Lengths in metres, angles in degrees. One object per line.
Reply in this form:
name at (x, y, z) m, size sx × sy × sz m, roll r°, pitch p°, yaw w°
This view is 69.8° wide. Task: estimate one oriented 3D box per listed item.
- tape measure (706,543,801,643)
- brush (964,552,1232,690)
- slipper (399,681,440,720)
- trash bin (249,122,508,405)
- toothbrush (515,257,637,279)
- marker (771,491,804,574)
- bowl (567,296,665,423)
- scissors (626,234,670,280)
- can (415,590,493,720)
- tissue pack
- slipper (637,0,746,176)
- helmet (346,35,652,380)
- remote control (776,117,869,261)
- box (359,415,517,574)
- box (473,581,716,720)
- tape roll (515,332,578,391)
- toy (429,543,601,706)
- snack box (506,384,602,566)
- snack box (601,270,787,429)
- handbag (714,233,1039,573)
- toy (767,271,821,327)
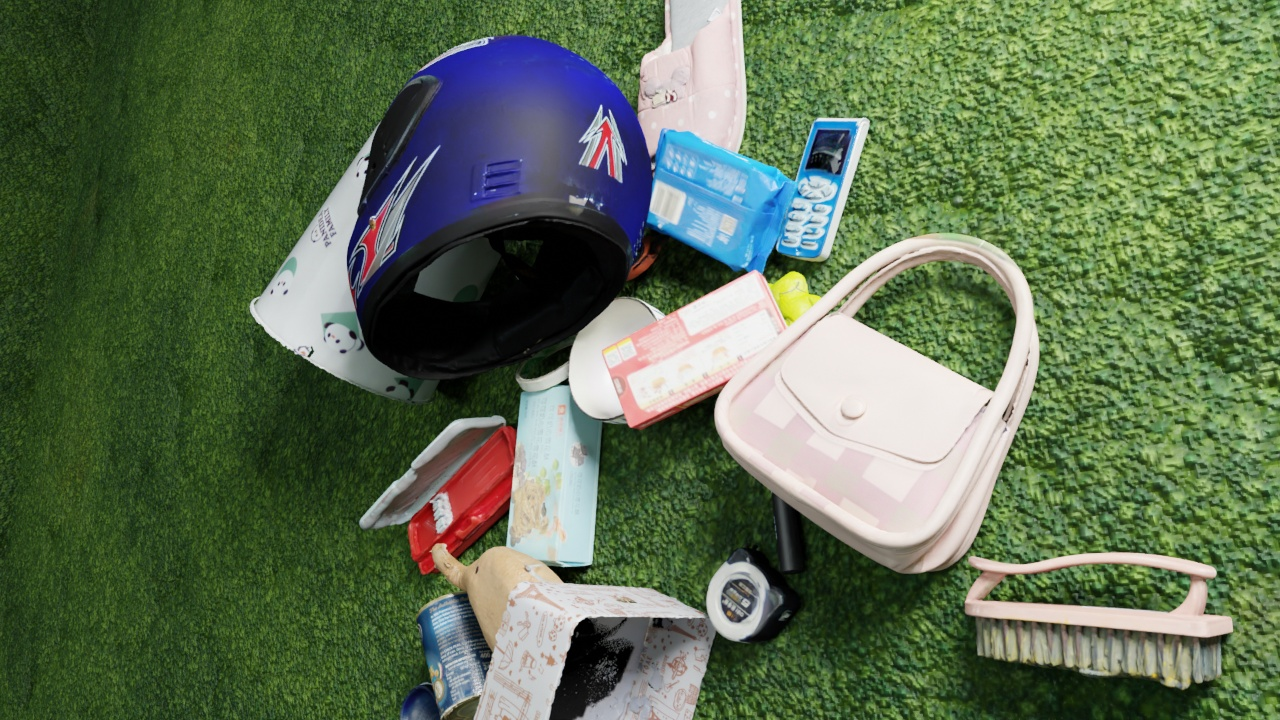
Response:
tape measure at (0.087, 0.192, 0.736) m, size 0.066 × 0.033 × 0.065 m, roll -52°, pitch 47°, yaw 16°
brush at (0.269, 0.153, 0.557) m, size 0.146 × 0.063 × 0.073 m, roll -7°, pitch 77°, yaw 44°
slipper at (-0.191, 0.427, 0.888) m, size 0.105 × 0.095 × 0.252 m, roll -50°, pitch 46°, yaw 24°
trash bin at (-0.274, -0.115, 1.041) m, size 0.229 × 0.229 × 0.252 m, roll 38°, pitch 99°, yaw 43°
toothbrush at (-0.072, -0.098, 0.979) m, size 0.192 × 0.018 × 0.016 m, roll 0°, pitch 66°, yaw 42°
marker at (0.116, 0.106, 0.743) m, size 0.022 × 0.020 × 0.132 m, roll -18°, pitch 65°, yaw 35°
bowl at (-0.005, 0.005, 0.853) m, size 0.117 × 0.066 × 0.116 m, roll -15°, pitch 67°, yaw 39°
scissors at (-0.053, -0.099, 0.938) m, size 0.226 × 0.015 × 0.188 m, roll -8°, pitch 61°, yaw 41°
can at (-0.176, 0.299, 0.921) m, size 0.075 × 0.075 × 0.111 m, roll -44°, pitch 53°, yaw 25°
tissue pack at (0.067, -0.143, 0.820) m, size 0.157 × 0.052 × 0.095 m, roll 32°, pitch 118°, yaw 35°
slipper at (0.047, -0.285, 0.894) m, size 0.114 × 0.054 × 0.274 m, roll -3°, pitch 79°, yaw 42°
helmet at (-0.137, -0.149, 0.841) m, size 0.316 × 0.247 × 0.240 m, roll -33°, pitch 55°, yaw 37°
remote control at (0.154, -0.146, 0.777) m, size 0.049 × 0.024 × 0.125 m, roll 17°, pitch 91°, yaw 44°
box at (-0.213, 0.142, 0.985) m, size 0.202 × 0.101 × 0.095 m, roll -44°, pitch 51°, yaw 26°
box at (0.001, 0.270, 0.690) m, size 0.185 × 0.182 × 0.154 m, roll 11°, pitch 85°, yaw 44°
tape roll at (-0.087, 0.001, 0.932) m, size 0.086 × 0.014 × 0.085 m, roll -25°, pitch 24°, yaw 12°
toy at (-0.116, 0.236, 0.855) m, size 0.226 × 0.082 × 0.144 m, roll 47°, pitch 127°, yaw 29°
snack box at (-0.084, 0.113, 0.905) m, size 0.074 × 0.051 × 0.174 m, roll -8°, pitch 73°, yaw 42°
snack box at (0.047, -0.007, 0.764) m, size 0.153 × 0.025 × 0.075 m, roll -27°, pitch 71°, yaw 15°
handbag at (0.185, 0.016, 0.663) m, size 0.193 × 0.093 × 0.234 m, roll 34°, pitch 91°, yaw 37°
toy at (0.114, -0.021, 0.774) m, size 0.100 × 0.031 × 0.096 m, roll -46°, pitch 51°, yaw 18°
